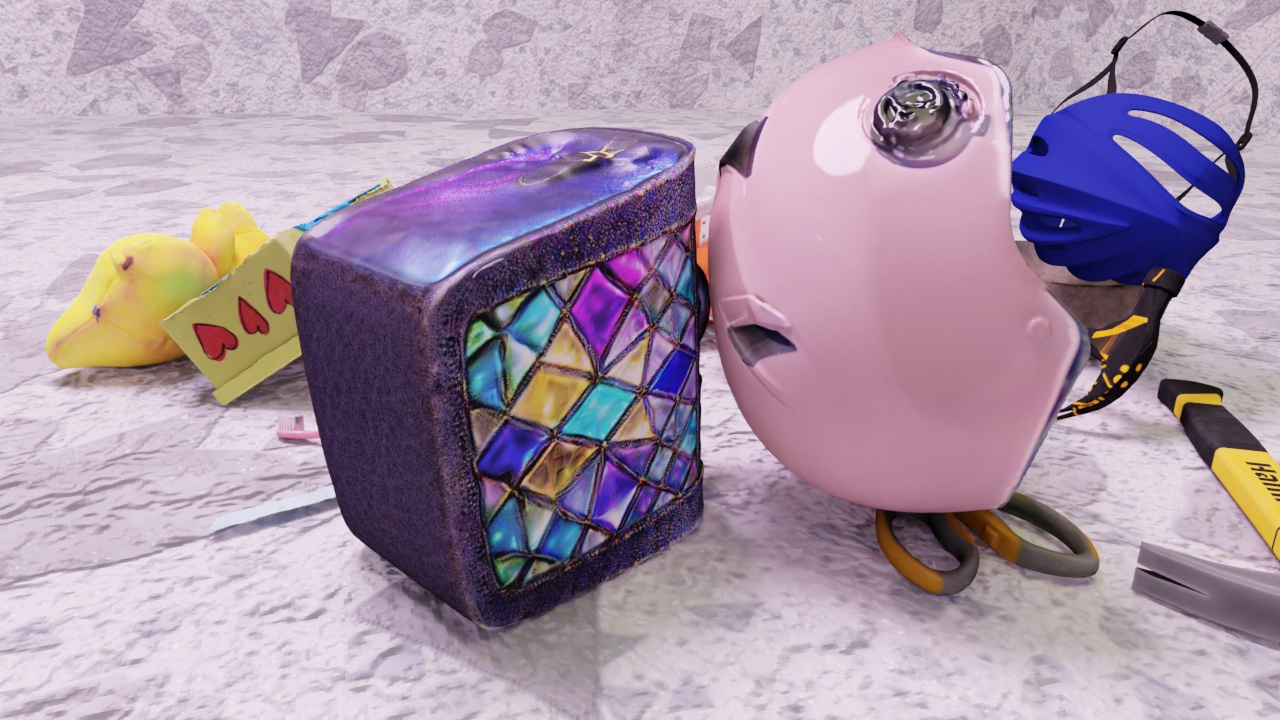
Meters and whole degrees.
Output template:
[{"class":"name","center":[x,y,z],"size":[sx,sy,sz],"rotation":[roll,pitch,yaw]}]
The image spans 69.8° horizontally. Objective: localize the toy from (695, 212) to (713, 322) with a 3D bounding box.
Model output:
[{"class":"toy","center":[0.100,-0.061,0.755],"size":[0.163,0.093,0.172],"rotation":[4,33,-6]}]

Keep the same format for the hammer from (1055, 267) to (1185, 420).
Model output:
[{"class":"hammer","center":[0.264,-0.047,0.741],"size":[0.036,0.123,0.321],"rotation":[28,3,-31]}]

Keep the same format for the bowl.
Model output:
[{"class":"bowl","center":[0.358,-0.053,0.804],"size":[0.162,0.070,0.162],"rotation":[1,21,-1]}]

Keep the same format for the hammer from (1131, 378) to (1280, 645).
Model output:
[{"class":"hammer","center":[0.358,0.072,0.540],"size":[0.170,0.034,0.323],"rotation":[6,20,14]}]

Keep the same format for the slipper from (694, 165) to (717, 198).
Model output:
[{"class":"slipper","center":[0.128,-0.131,1.012],"size":[0.266,0.081,0.112],"rotation":[20,45,8]}]

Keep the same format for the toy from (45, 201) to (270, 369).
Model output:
[{"class":"toy","center":[-0.371,-0.051,0.736],"size":[0.087,0.135,0.193],"rotation":[45,15,-8]}]

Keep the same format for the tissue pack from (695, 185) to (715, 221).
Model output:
[{"class":"tissue pack","center":[0.051,-0.133,0.909],"size":[0.181,0.071,0.103],"rotation":[-21,0,11]}]

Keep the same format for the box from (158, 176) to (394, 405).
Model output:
[{"class":"box","center":[-0.252,-0.061,0.713],"size":[0.124,0.082,0.220],"rotation":[-32,17,14]}]

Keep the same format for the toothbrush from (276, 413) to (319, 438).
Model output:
[{"class":"toothbrush","center":[-0.174,0.043,0.573],"size":[0.135,0.016,0.021],"rotation":[1,8,21]}]

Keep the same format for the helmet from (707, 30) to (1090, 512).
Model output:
[{"class":"helmet","center":[0.113,-0.041,0.489],"size":[0.153,0.255,0.230],"rotation":[-11,-16,8]}]

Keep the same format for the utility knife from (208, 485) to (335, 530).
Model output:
[{"class":"utility knife","center":[-0.140,0.067,0.543],"size":[0.218,0.019,0.030],"rotation":[-17,18,-33]}]

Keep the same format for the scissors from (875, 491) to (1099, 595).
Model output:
[{"class":"scissors","center":[0.175,0.069,0.548],"size":[0.134,0.016,0.227],"rotation":[-1,21,-3]}]

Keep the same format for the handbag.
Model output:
[{"class":"handbag","center":[-0.043,-0.002,0.471],"size":[0.126,0.205,0.221],"rotation":[20,34,40]}]

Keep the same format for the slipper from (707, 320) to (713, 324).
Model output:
[{"class":"slipper","center":[0.111,-0.079,0.878],"size":[0.248,0.059,0.103],"rotation":[-5,22,-20]}]

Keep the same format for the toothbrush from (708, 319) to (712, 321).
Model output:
[{"class":"toothbrush","center":[0.013,-0.056,0.788],"size":[0.184,0.016,0.015],"rotation":[22,10,-8]}]

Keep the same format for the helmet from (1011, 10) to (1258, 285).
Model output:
[{"class":"helmet","center":[0.390,-0.165,0.697],"size":[0.148,0.228,0.241],"rotation":[36,10,-4]}]
